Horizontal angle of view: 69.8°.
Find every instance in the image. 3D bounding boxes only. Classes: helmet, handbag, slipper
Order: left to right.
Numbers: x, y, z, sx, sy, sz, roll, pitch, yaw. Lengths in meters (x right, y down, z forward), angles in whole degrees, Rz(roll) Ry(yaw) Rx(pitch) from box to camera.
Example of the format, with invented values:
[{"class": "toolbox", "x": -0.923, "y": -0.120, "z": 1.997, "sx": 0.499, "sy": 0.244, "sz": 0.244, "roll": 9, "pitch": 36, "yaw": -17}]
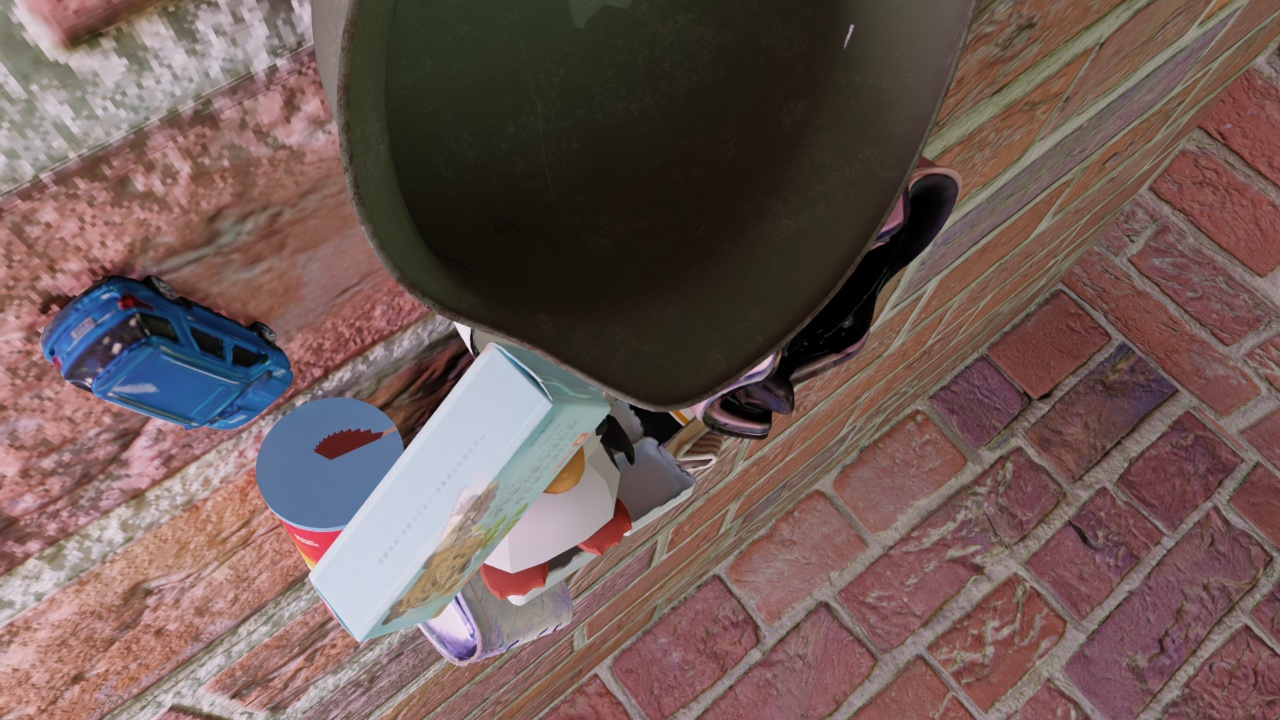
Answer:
[{"class": "handbag", "x": -0.140, "y": 0.209, "z": 0.858, "sx": 0.069, "sy": 0.126, "sz": 0.158, "roll": -50, "pitch": 158, "yaw": 18}, {"class": "helmet", "x": -0.013, "y": -0.114, "z": 0.325, "sx": 0.267, "sy": 0.154, "sz": 0.227, "roll": -18, "pitch": 133, "yaw": -48}, {"class": "slipper", "x": 0.025, "y": 0.108, "z": 0.968, "sx": 0.115, "sy": 0.052, "sz": 0.262, "roll": -25, "pitch": -173, "yaw": 31}, {"class": "helmet", "x": 0.110, "y": -0.071, "z": 0.684, "sx": 0.255, "sy": 0.152, "sz": 0.230, "roll": -43, "pitch": 159, "yaw": 1}]

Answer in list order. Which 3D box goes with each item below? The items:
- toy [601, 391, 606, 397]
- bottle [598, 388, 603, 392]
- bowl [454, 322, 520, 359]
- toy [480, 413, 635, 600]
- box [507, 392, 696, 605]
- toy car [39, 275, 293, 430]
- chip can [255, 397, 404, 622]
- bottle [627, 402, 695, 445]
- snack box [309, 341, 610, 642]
[{"class": "toy", "x": -0.005, "y": 0.005, "z": 0.768, "sx": 0.087, "sy": 0.067, "sz": 0.112, "roll": -23, "pitch": 158, "yaw": 28}, {"class": "bottle", "x": -0.009, "y": -0.016, "z": 0.616, "sx": 0.052, "sy": 0.052, "sz": 0.196, "roll": -31, "pitch": -179, "yaw": -30}, {"class": "bowl", "x": -0.047, "y": -0.071, "z": 0.497, "sx": 0.153, "sy": 0.073, "sz": 0.154, "roll": -37, "pitch": 162, "yaw": -15}, {"class": "toy", "x": -0.082, "y": 0.053, "z": 0.629, "sx": 0.159, "sy": 0.140, "sz": 0.184, "roll": -26, "pitch": 151, "yaw": -19}, {"class": "box", "x": -0.061, "y": 0.101, "z": 0.756, "sx": 0.196, "sy": 0.136, "sz": 0.044, "roll": -27, "pitch": 158, "yaw": -38}, {"class": "toy car", "x": -0.201, "y": 0.004, "z": 0.404, "sx": 0.056, "sy": 0.043, "sz": 0.120, "roll": -42, "pitch": 162, "yaw": 0}, {"class": "chip can", "x": -0.187, "y": 0.110, "z": 0.607, "sx": 0.086, "sy": 0.087, "sz": 0.214, "roll": -33, "pitch": 159, "yaw": -24}, {"class": "bottle", "x": 0.014, "y": 0.053, "z": 0.918, "sx": 0.182, "sy": 0.059, "sz": 0.059, "roll": -43, "pitch": 162, "yaw": 3}, {"class": "snack box", "x": -0.097, "y": 0.071, "z": 0.501, "sx": 0.175, "sy": 0.053, "sz": 0.075, "roll": -49, "pitch": 162, "yaw": 11}]
